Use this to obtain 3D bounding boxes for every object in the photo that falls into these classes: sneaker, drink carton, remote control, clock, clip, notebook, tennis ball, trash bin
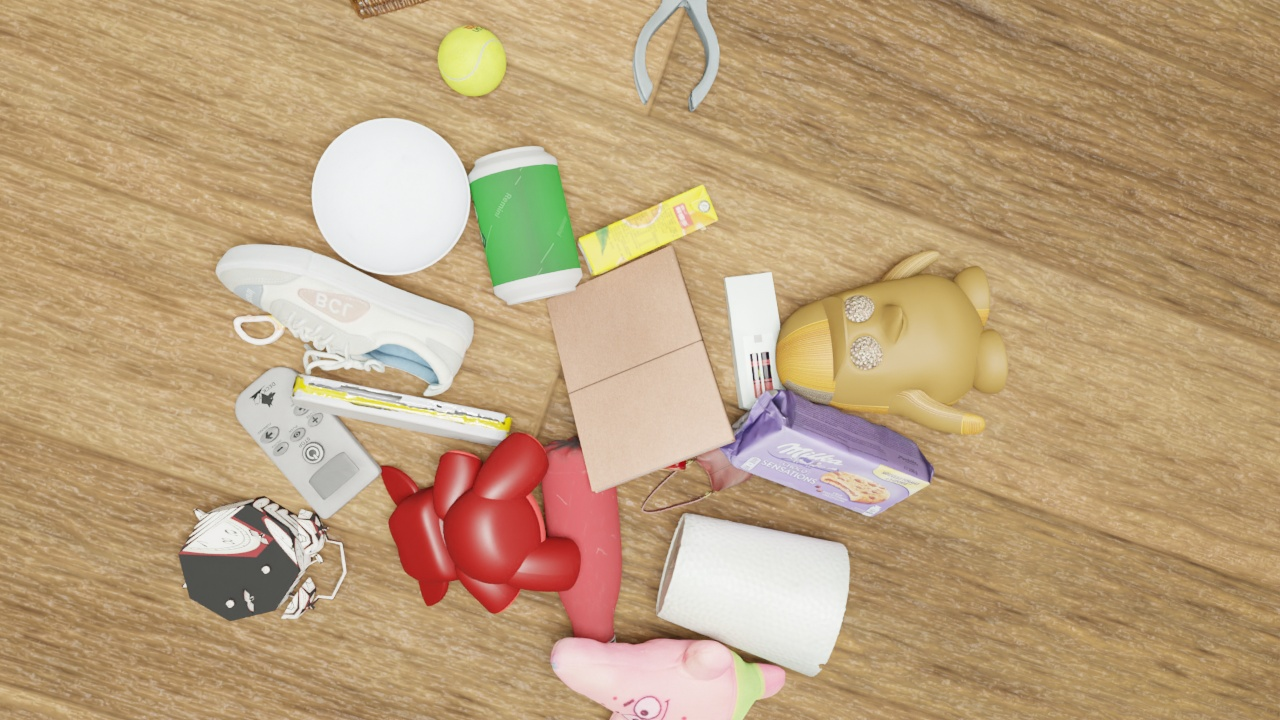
[{"bbox_3d":[-0.283,-0.033,0.864,0.242,0.090,0.090,19,63,-13],"label":"sneaker"},{"bbox_3d":[0.007,-0.128,0.914,0.134,0.058,0.043,-24,96,-3],"label":"drink carton"},{"bbox_3d":[0.120,-0.018,0.945,0.049,0.024,0.143,-7,93,-4],"label":"remote control"},{"bbox_3d":[-0.367,0.197,0.896,0.154,0.065,0.114,10,92,-4],"label":"clock"},{"bbox_3d":[0.063,-0.332,0.924,0.127,0.028,0.167,10,93,-7],"label":"clip"},{"bbox_3d":[-0.333,0.078,0.910,0.074,0.019,0.151,-41,90,-2],"label":"remote control"},{"bbox_3d":[-0.005,0.005,0.874,0.141,0.008,0.209,-22,65,14],"label":"notebook"},{"bbox_3d":[-0.163,-0.289,0.888,0.065,0.065,0.065,0,93,-5],"label":"tennis ball"},{"bbox_3d":[0.106,0.224,0.910,0.161,0.133,0.133,16,91,0],"label":"trash bin"}]

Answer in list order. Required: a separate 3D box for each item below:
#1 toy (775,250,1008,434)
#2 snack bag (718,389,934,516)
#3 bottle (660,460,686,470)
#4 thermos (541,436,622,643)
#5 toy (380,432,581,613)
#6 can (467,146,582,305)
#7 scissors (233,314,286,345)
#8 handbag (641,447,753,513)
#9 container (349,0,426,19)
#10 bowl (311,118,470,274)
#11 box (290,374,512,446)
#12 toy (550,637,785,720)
[{"bbox_3d":[0.233,-0.017,0.894,0.203,0.163,0.198,-6,65,2],"label":"toy"},{"bbox_3d":[0.183,0.089,0.907,0.205,0.097,0.058,23,52,-19],"label":"snack bag"},{"bbox_3d":[0.022,0.052,0.906,0.099,0.099,0.111,6,86,-5],"label":"bottle"},{"bbox_3d":[-0.054,0.198,0.919,0.073,0.073,0.240,-6,99,-5],"label":"thermos"},{"bbox_3d":[-0.163,0.160,0.880,0.198,0.120,0.158,-14,98,39],"label":"toy"},{"bbox_3d":[-0.111,-0.129,0.889,0.088,0.088,0.140,-13,94,-4],"label":"can"},{"bbox_3d":[-0.341,-0.038,0.912,0.133,0.012,0.097,28,87,-7],"label":"scissors"},{"bbox_3d":[0.053,0.125,0.949,0.119,0.029,0.055,-30,93,2],"label":"handbag"},{"bbox_3d":[-0.185,-0.461,0.835,0.250,0.162,0.183,-20,89,-3],"label":"container"},{"bbox_3d":[-0.233,-0.153,0.885,0.144,0.074,0.144,0,93,-5],"label":"bowl"},{"bbox_3d":[-0.229,0.048,0.891,0.209,0.064,0.033,12,78,-13],"label":"box"},{"bbox_3d":[0.020,0.316,0.891,0.236,0.096,0.193,21,125,-22],"label":"toy"}]
